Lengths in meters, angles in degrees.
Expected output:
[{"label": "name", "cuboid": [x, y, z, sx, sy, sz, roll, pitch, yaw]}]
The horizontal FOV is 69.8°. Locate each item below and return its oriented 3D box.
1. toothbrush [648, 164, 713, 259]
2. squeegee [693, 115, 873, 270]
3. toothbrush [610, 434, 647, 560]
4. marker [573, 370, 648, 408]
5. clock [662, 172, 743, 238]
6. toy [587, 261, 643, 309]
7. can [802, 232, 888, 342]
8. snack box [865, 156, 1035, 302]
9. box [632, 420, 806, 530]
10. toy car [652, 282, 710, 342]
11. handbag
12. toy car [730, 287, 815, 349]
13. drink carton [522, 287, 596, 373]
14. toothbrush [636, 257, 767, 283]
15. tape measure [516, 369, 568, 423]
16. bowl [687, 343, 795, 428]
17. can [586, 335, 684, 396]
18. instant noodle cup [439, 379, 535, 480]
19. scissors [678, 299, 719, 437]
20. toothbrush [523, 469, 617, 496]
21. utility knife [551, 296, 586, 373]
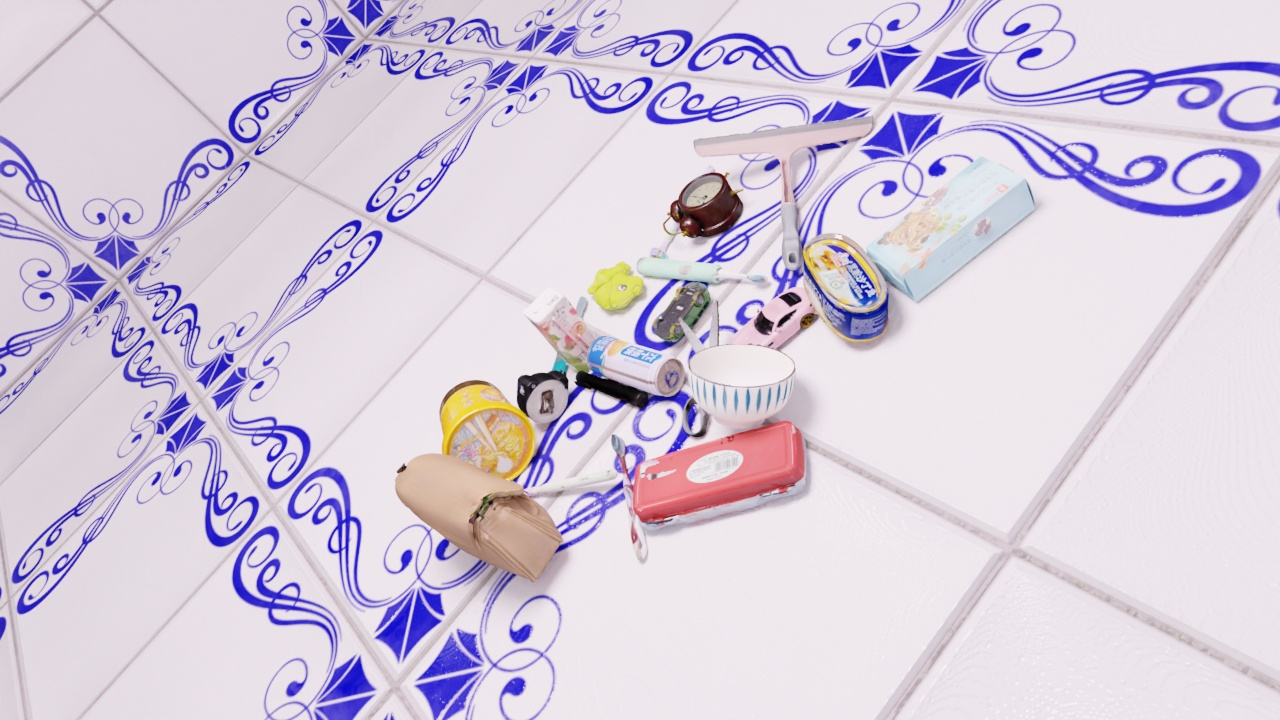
[{"label": "toothbrush", "cuboid": [0.064, -0.219, 1.347, 0.188, 0.029, 0.021, -61, 6, -24]}, {"label": "squeegee", "cuboid": [0.195, -0.210, 1.216, 0.248, 0.040, 0.249, -5, 56, 10]}, {"label": "toothbrush", "cuboid": [-0.015, 0.154, 1.064, 0.016, 0.017, 0.187, -29, 40, 14]}, {"label": "marker", "cuboid": [-0.040, 0.037, 1.191, 0.022, 0.020, 0.132, -42, 36, -26]}, {"label": "clock", "cuboid": [0.087, -0.213, 1.294, 0.122, 0.055, 0.082, -33, 40, 5]}, {"label": "toy", "cuboid": [-0.037, -0.104, 1.311, 0.097, 0.031, 0.100, -19, 40, 24]}, {"label": "can", "cuboid": [0.232, -0.086, 1.046, 0.074, 0.049, 0.148, -16, 43, -4]}, {"label": "snack box", "cuboid": [0.347, -0.149, 1.031, 0.175, 0.051, 0.074, -39, 39, 3]}, {"label": "box", "cuboid": [0.085, 0.129, 0.997, 0.202, 0.047, 0.086, -19, 44, 24]}, {"label": "toy car", "cuboid": [0.055, -0.061, 1.193, 0.043, 0.036, 0.091, 23, 69, 46]}, {"label": "handbag", "cuboid": [-0.188, 0.176, 1.078, 0.205, 0.148, 0.099, 15, 66, 40]}, {"label": "toy car", "cuboid": [0.156, -0.042, 1.096, 0.122, 0.037, 0.056, -41, 38, 1]}, {"label": "drink carton", "cuboid": [-0.098, -0.037, 1.225, 0.053, 0.122, 0.045, -46, 41, -10]}, {"label": "toothbrush", "cuboid": [0.080, -0.119, 1.235, 0.225, 0.027, 0.026, 12, 99, 44]}, {"label": "tape measure", "cuboid": [-0.129, 0.049, 1.213, 0.065, 0.066, 0.033, -11, 27, -31]}, {"label": "bowl", "cuboid": [0.110, 0.033, 1.004, 0.116, 0.066, 0.116, -1, 24, 0]}, {"label": "can", "cuboid": [-0.007, 0.007, 1.166, 0.135, 0.053, 0.053, 18, 66, 46]}, {"label": "instant noodle cup", "cuboid": [-0.210, 0.090, 1.208, 0.118, 0.118, 0.114, -42, 32, -1]}, {"label": "scissors", "cuboid": [0.086, 0.012, 1.089, 0.159, 0.014, 0.177, 20, 80, 35]}, {"label": "toothbrush", "cuboid": [-0.104, 0.153, 1.125, 0.190, 0.020, 0.029, -15, 50, 34]}, {"label": "utility knife", "cuboid": [-0.106, -0.021, 1.302, 0.029, 0.013, 0.186, -9, 49, 32]}]
